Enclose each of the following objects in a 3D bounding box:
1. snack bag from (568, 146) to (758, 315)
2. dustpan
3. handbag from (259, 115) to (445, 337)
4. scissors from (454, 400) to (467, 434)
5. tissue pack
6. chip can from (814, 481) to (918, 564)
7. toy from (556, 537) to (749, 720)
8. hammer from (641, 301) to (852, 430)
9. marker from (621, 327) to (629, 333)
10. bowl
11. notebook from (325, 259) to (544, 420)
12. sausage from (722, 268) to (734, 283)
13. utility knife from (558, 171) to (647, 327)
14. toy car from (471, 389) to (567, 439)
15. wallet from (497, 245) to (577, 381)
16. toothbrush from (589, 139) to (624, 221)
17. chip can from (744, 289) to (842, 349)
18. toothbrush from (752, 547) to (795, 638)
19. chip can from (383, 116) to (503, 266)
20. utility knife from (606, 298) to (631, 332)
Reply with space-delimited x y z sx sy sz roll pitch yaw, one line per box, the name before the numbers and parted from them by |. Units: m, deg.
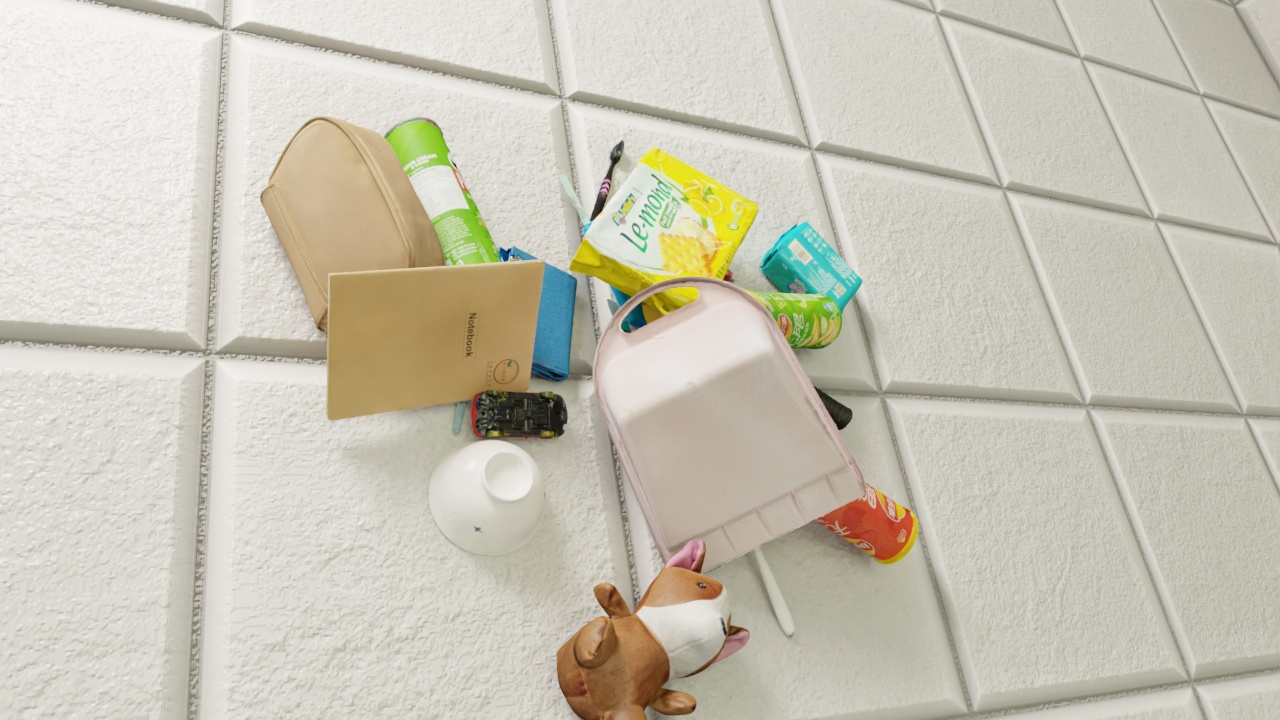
snack bag | 0.033 -0.140 1.064 0.158 0.068 0.245 29 46 1
dustpan | 0.078 0.056 0.954 0.222 0.138 0.273 -24 113 2
handbag | -0.278 -0.128 0.896 0.204 0.148 0.099 62 19 13
scissors | -0.179 0.015 0.942 0.133 0.017 0.133 25 54 -20
tissue pack | 0.226 -0.113 1.208 0.133 0.050 0.093 46 50 1
chip can | 0.211 0.148 1.022 0.216 0.073 0.073 34 52 -20
toy | 0.020 0.258 0.853 0.199 0.131 0.140 -19 91 -45
hammer | 0.128 -0.004 1.098 0.300 0.033 0.128 32 40 -13
marker | 0.021 -0.004 1.048 0.130 0.018 0.022 30 33 -21
bowl | -0.136 0.120 0.875 0.118 0.065 0.118 13 58 -22
notebook | -0.192 -0.022 0.870 0.207 0.148 0.008 -8 32 -33
sausage | 0.057 -0.146 1.155 0.156 0.020 0.020 38 53 -4
utility knife | -0.046 -0.134 1.085 0.034 0.018 0.218 -13 72 -52
toy car | -0.122 0.056 0.935 0.106 0.031 0.049 2 82 -36
wallet | -0.120 -0.051 0.993 0.106 0.040 0.132 22 53 -30
toothbrush | -0.046 -0.205 1.134 0.014 0.018 0.188 24 56 -14
chip can | 0.165 -0.046 1.078 0.220 0.073 0.072 -4 64 -54
toothbrush | 0.130 0.211 0.983 0.016 0.016 0.180 -19 84 -27
chip can | -0.202 -0.147 0.958 0.072 0.072 0.236 -11 60 -33
utility knife | -0.006 0.006 1.040 0.029 0.013 0.176 -4 65 -42
